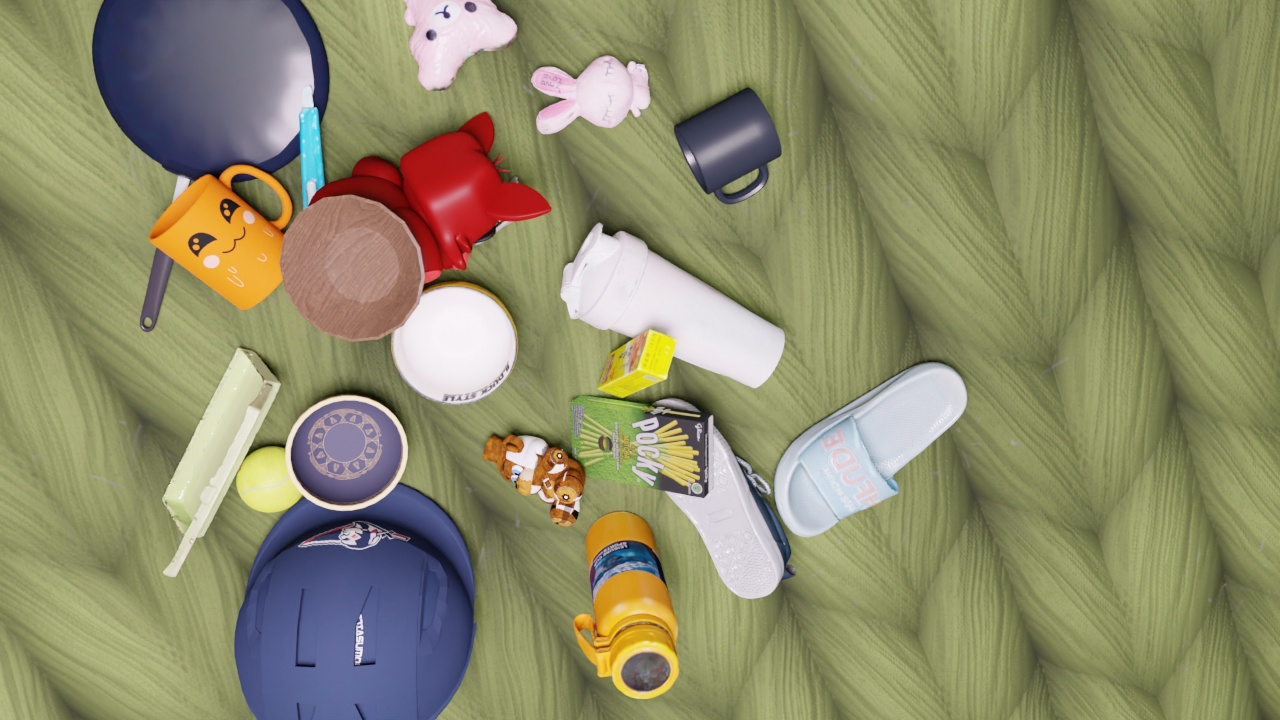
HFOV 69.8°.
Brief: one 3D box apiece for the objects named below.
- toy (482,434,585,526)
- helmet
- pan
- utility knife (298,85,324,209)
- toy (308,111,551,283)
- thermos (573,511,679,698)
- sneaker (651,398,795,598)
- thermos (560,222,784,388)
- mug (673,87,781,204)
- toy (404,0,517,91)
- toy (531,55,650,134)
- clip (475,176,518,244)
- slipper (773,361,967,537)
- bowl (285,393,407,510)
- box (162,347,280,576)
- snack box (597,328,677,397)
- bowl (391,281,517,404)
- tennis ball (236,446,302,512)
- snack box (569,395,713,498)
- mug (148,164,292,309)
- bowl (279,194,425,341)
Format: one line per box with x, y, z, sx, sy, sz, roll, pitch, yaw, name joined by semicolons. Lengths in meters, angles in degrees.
-0.107;0.113;0.938;0.112;0.067;0.087;20;141;5;toy
-0.281;0.251;0.908;0.232;0.223;0.272;1;71;-8;helmet
-0.408;-0.187;0.832;0.198;0.021;0.357;19;105;-13;pan
-0.298;-0.187;0.836;0.022;0.015;0.124;3;119;-11;utility knife
-0.194;-0.129;0.814;0.197;0.158;0.121;-29;143;-6;toy
-0.016;0.240;0.906;0.091;0.232;0.076;-35;109;5;thermos
0.089;0.137;0.966;0.089;0.087;0.235;-29;89;31;sneaker
0.030;-0.045;0.896;0.220;0.099;0.099;26;102;-18;thermos
0.087;-0.195;0.872;0.077;0.071;0.105;-28;136;2;mug
-0.171;-0.299;0.810;0.099;0.052;0.096;-34;96;1;toy
-0.045;-0.245;0.845;0.110;0.047;0.063;-10;100;-1;toy
-0.119;-0.141;0.867;0.040;0.102;0.054;43;54;-20;clip
0.247;0.096;0.977;0.245;0.074;0.104;-39;107;4;slipper
-0.291;0.086;0.907;0.112;0.061;0.112;-3;98;-21;bowl
-0.398;0.095;0.869;0.047;0.141;0.188;24;102;-32;box
-0.005;0.005;0.877;0.029;0.148;0.040;20;76;-13;snack box
-0.178;-0.023;0.888;0.117;0.067;0.117;-2;107;-7;bowl
-0.365;0.118;0.910;0.065;0.065;0.065;-2;108;-7;tennis ball
0.000;0.086;0.927;0.148;0.025;0.080;7;110;25;snack box
-0.361;-0.119;0.824;0.096;0.078;0.112;45;66;-36;mug
-0.227;-0.075;0.738;0.118;0.030;0.118;1;105;4;bowl
